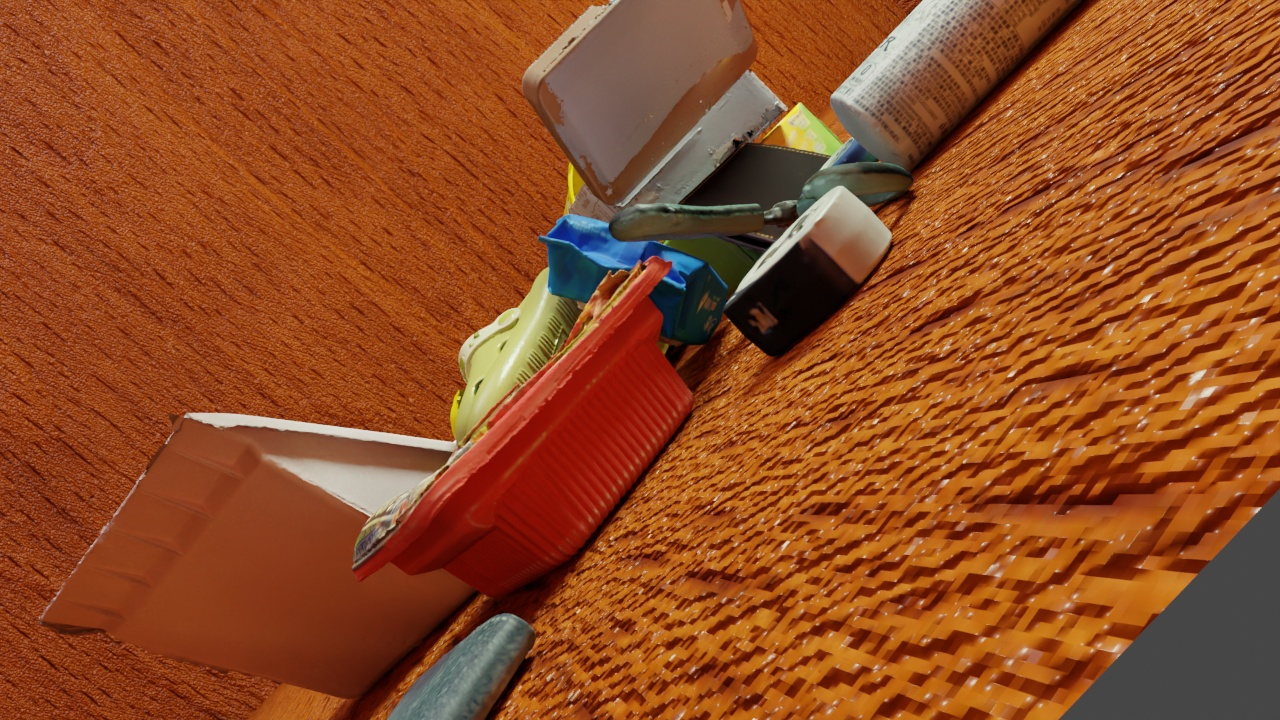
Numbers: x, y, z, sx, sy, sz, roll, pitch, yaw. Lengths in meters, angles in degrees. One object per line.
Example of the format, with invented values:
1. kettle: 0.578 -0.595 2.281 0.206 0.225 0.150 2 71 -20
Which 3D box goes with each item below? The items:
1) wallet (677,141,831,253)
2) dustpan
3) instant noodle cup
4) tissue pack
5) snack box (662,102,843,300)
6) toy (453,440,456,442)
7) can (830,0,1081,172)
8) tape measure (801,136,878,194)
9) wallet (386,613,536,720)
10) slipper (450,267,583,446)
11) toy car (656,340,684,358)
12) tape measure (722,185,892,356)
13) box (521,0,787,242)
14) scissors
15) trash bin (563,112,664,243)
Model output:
1. wallet: 0.089 -0.120 0.664 0.122 0.096 0.020 -48 -33 -40
2. dustpan: -0.214 0.115 0.624 0.223 0.273 0.138 -41 31 25
3. instant noodle cup: -0.049 0.045 0.463 0.188 0.079 0.165 -49 5 -34
4. tissue pack: -0.001 -0.044 0.565 0.157 0.095 0.052 15 -84 -78
5. snack box: 0.078 -0.114 0.796 0.158 0.070 0.209 -42 6 47
6. toy: -0.128 0.103 0.743 0.121 0.054 0.160 -6 -34 -41
7. can: 0.168 -0.167 0.467 0.147 0.058 0.058 -46 4 10
8. tape measure: 0.139 -0.128 0.621 0.058 0.025 0.055 -53 8 -31
9. wallet: -0.090 0.146 0.327 0.121 0.019 0.097 -45 5 46
10. slipper: -0.081 0.013 0.633 0.082 0.091 0.190 -13 39 30
11. toy car: -0.004 0.004 0.689 0.071 0.041 0.155 -46 6 23
12. tape measure: 0.072 -0.041 0.387 0.066 0.033 0.065 -44 6 37
13. box: 0.019 -0.188 0.730 0.178 0.124 0.274 -47 -17 -8
14. scissors: 0.054 -0.077 0.481 0.179 0.019 0.172 -9 3 -1
15. trash bin: -0.003 -0.166 1.201 0.229 0.229 0.256 -48 -2 -23
